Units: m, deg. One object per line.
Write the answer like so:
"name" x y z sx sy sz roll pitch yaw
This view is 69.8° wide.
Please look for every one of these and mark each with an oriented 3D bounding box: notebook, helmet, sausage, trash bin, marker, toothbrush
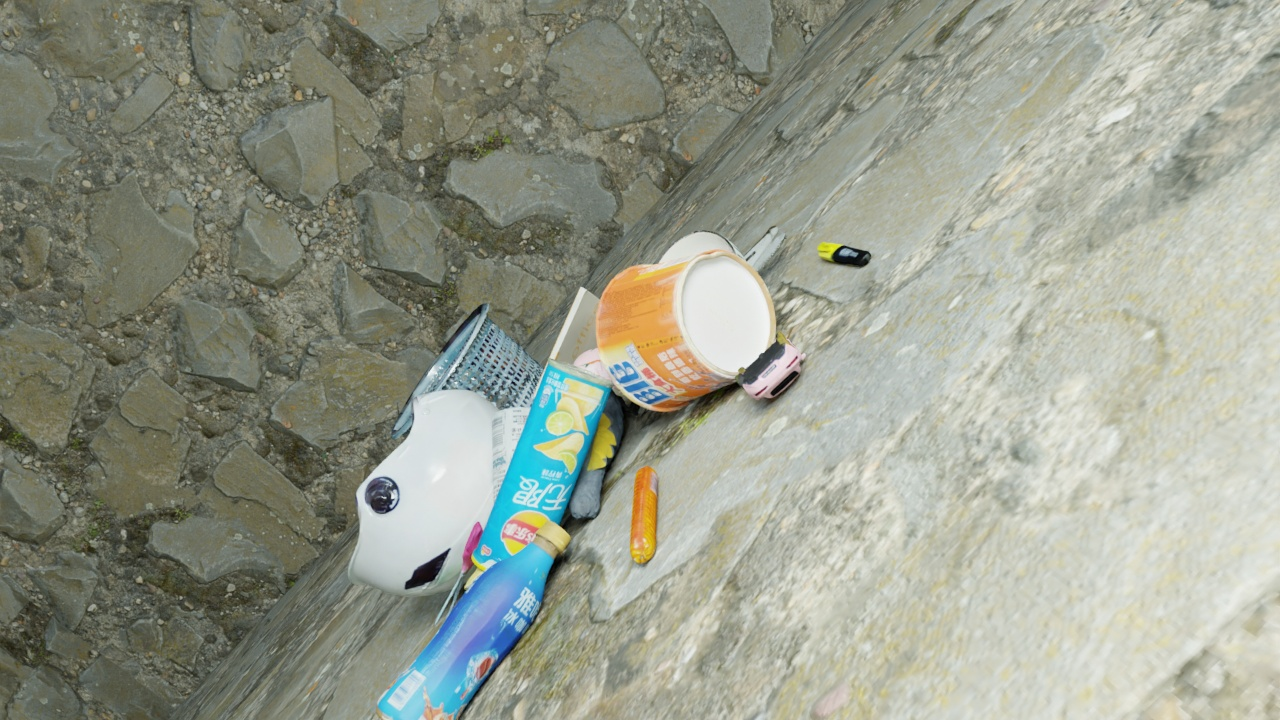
"notebook" -0.072 -0.007 1.188 0.146 0.010 0.206 -66 -16 -3
"helmet" -0.213 0.171 1.072 0.258 0.146 0.229 -64 -13 -13
"sausage" 0.003 0.126 0.772 0.021 0.021 0.165 -44 11 13
"trash bin" -0.205 0.065 1.290 0.227 0.195 0.226 -49 16 19
"marker" 0.195 -0.103 0.882 0.018 0.015 0.124 -49 12 4
"toothbrush" -0.031 0.055 1.154 0.027 0.026 0.213 -65 13 -6

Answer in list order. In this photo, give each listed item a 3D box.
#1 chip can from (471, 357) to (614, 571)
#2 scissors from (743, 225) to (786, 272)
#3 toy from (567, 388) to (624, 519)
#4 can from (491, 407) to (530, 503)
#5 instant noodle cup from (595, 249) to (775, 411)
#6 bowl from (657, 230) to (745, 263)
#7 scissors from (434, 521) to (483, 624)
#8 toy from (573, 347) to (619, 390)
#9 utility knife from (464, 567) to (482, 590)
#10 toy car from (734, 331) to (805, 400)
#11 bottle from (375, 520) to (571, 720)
"chip can" -0.095 0.107 0.891 0.071 0.071 0.210 -146 76 -79
"scissors" 0.080 -0.082 1.083 0.194 0.015 0.206 10 80 40
"toy" -0.073 0.087 1.067 0.356 0.091 0.138 -166 91 -79
"can" -0.130 0.126 0.987 0.058 0.058 0.146 -33 56 52
"instant noodle cup" 0.048 -0.033 0.871 0.112 0.151 0.151 -18 30 52
"bowl" 0.076 -0.080 1.033 0.117 0.066 0.116 -14 66 34
"scissors" -0.178 0.212 0.937 0.133 0.017 0.136 -64 -3 -48
"toy" -0.006 0.006 1.003 0.159 0.054 0.121 -6 19 11
"utility knife" -0.161 0.212 0.935 0.031 0.018 0.163 -45 -5 -2
"toy car" 0.110 0.006 0.766 0.056 0.037 0.122 -42 -1 9
"bottle" -0.139 0.235 0.811 0.218 0.065 0.065 -51 11 -24
